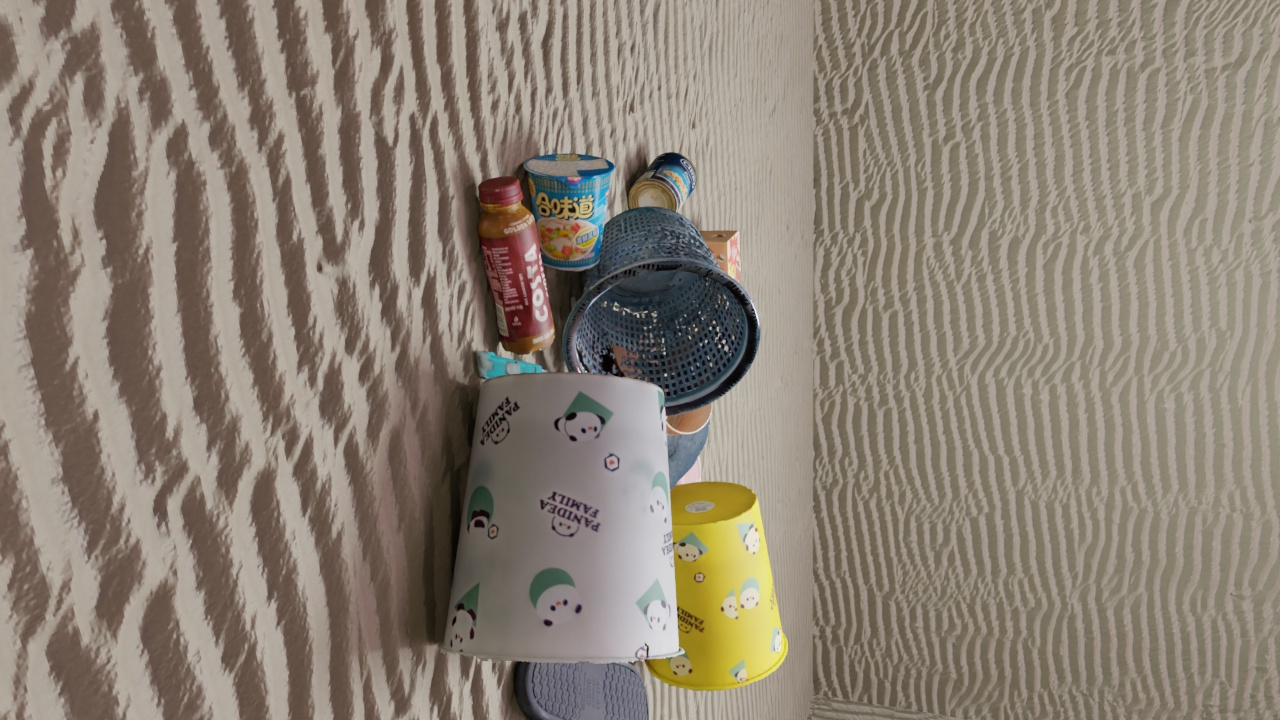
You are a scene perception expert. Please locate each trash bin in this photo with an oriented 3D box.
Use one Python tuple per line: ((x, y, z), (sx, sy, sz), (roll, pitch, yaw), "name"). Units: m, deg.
((0.105, 0.339, 1.435), (0.229, 0.230, 0.255), (-36, 122, -67), "trash bin")
((0.015, -0.076, 1.113), (0.194, 0.226, 0.227), (-99, 177, -51), "trash bin")
((-0.070, 0.151, 0.885), (0.229, 0.230, 0.251), (34, 56, -69), "trash bin")

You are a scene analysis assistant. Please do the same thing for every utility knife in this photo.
((-0.132, 0.011, 0.982), (0.174, 0.013, 0.029), (16, 80, -71), "utility knife")

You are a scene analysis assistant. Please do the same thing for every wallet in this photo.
((-0.007, 0.007, 1.207), (0.101, 0.032, 0.124), (10, 54, -47), "wallet")

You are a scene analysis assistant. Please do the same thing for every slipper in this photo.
((-0.080, 0.412, 1.121), (0.268, 0.083, 0.110), (41, 43, -45), "slipper")

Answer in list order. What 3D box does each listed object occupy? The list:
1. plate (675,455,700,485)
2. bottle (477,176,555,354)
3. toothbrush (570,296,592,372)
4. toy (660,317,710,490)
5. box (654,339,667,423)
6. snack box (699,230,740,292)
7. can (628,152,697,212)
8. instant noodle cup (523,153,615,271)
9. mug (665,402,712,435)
((0.070, 0.210, 1.575), (0.192, 0.039, 0.192), (3, 90, -71), "plate")
((-0.126, -0.094, 0.915), (0.057, 0.057, 0.175), (-58, 146, -55), "bottle")
((-0.061, 0.000, 1.164), (0.016, 0.016, 0.180), (-64, 145, -57), "toothbrush")
((0.052, 0.080, 1.447), (0.137, 0.092, 0.355), (22, 68, -41), "toy")
((0.006, 0.039, 1.264), (0.076, 0.086, 0.162), (96, -7, -54), "box")
((0.131, -0.177, 1.637), (0.092, 0.077, 0.094), (-45, 135, -63), "snack box")
((0.033, -0.249, 1.337), (0.110, 0.075, 0.075), (-60, 147, -53), "can")
((-0.079, -0.161, 1.006), (0.099, 0.099, 0.110), (-54, 151, -59), "instant noodle cup")
((0.056, 0.064, 1.339), (0.114, 0.106, 0.081), (-19, 91, -26), "mug")
